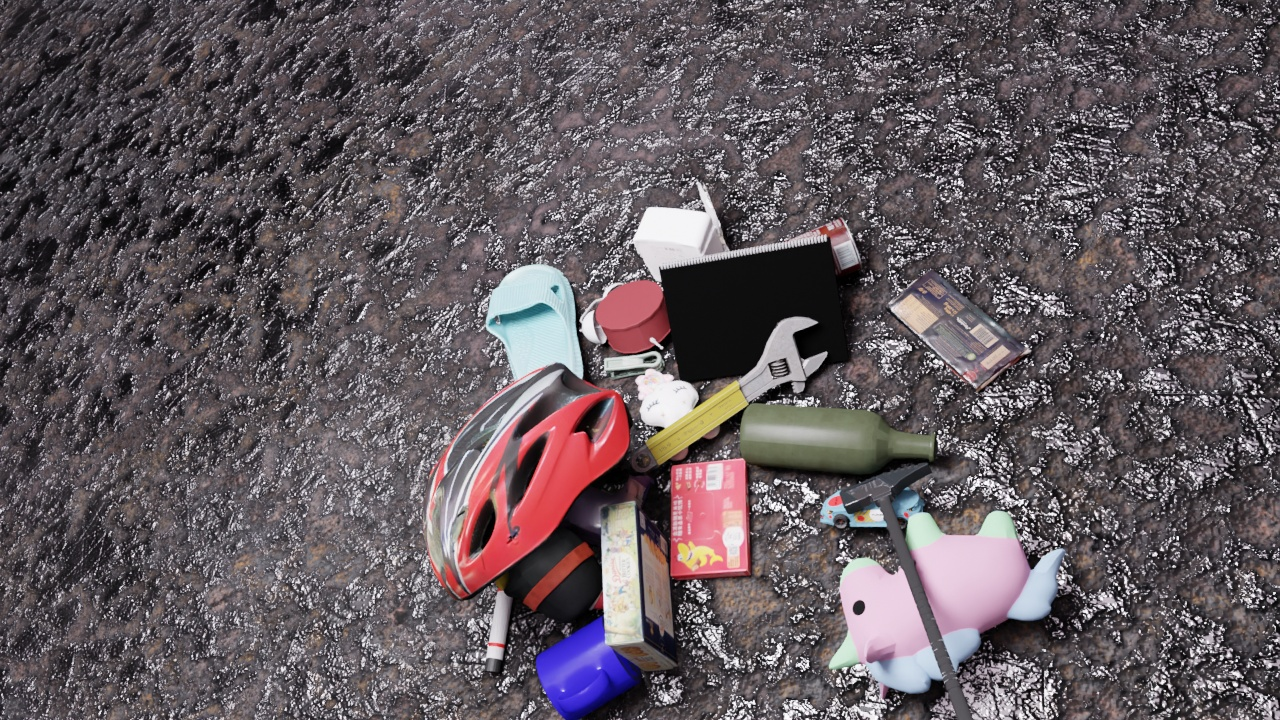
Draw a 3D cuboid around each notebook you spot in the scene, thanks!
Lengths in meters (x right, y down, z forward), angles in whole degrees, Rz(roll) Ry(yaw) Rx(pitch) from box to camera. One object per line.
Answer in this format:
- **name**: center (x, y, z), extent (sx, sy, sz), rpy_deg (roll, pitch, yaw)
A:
- **notebook**: center (0.134, -0.060, 1.102), extent (0.207, 0.016, 0.149), rpy_deg (-8, 100, 18)

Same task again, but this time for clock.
- **clock**: center (-0.016, -0.057, 1.183), extent (0.138, 0.048, 0.096), rpy_deg (8, 50, 36)

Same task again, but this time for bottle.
- **bottle**: center (0.217, 0.088, 1.010), extent (0.207, 0.071, 0.071), rpy_deg (3, 64, 23)

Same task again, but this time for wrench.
- **wrench**: center (0.101, 0.045, 1.073), extent (0.273, 0.018, 0.083), rpy_deg (-33, 101, 0)

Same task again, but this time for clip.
- **clip**: center (-0.007, 0.006, 1.170), extent (0.076, 0.047, 0.023), rpy_deg (-8, 62, 14)

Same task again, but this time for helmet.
- **helmet**: center (-0.126, 0.127, 0.969), extent (0.167, 0.218, 0.271), rpy_deg (41, 79, -6)

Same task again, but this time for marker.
- **marker**: center (-0.162, 0.293, 1.084), extent (0.019, 0.019, 0.145), rpy_deg (-3, 62, 20)

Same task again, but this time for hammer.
- **hammer**: center (0.258, 0.211, 0.822), extent (0.095, 0.015, 0.324), rpy_deg (-26, 30, 14)

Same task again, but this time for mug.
- **mug**: center (-0.055, 0.332, 0.968), extent (0.083, 0.111, 0.079), rpy_deg (-32, 95, 3)

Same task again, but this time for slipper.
- **slipper**: center (-0.140, -0.047, 1.210), extent (0.116, 0.069, 0.275), rpy_deg (-22, 47, 5)

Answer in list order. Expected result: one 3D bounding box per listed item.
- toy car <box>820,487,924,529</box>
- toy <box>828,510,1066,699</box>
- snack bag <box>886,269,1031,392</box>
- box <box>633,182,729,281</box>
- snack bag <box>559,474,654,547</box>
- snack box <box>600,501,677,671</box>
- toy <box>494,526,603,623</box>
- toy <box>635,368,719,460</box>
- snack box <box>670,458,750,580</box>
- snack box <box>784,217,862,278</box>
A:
- **toy car**: center (0.244, 0.151, 0.975), extent (0.108, 0.027, 0.060), rpy_deg (-3, 26, 21)
- **toy**: center (0.295, 0.235, 0.884), extent (0.222, 0.120, 0.170), rpy_deg (-5, 52, 20)
- **snack bag**: center (0.359, -0.037, 1.051), extent (0.074, 0.018, 0.155), rpy_deg (-38, 56, -1)
- **box**: center (0.067, -0.175, 1.190), extent (0.103, 0.110, 0.130), rpy_deg (9, 68, 25)
- **snack bag**: center (-0.093, 0.158, 1.105), extent (0.206, 0.058, 0.096), rpy_deg (11, 69, 26)
- **snack box**: center (0.000, 0.241, 0.972), extent (0.043, 0.144, 0.144), rpy_deg (-10, 60, 12)
- **toy**: center (-0.089, 0.248, 1.038), extent (0.119, 0.097, 0.100), rpy_deg (45, 130, 11)
- **toy**: center (0.037, 0.057, 1.118), extent (0.076, 0.037, 0.125), rpy_deg (-31, 63, -5)
- **snack box**: center (0.079, 0.180, 1.046), extent (0.089, 0.021, 0.132), rpy_deg (-8, 61, 18)
- **snack box**: center (0.203, -0.120, 1.127), extent (0.121, 0.072, 0.072), rpy_deg (-22, 57, 8)
